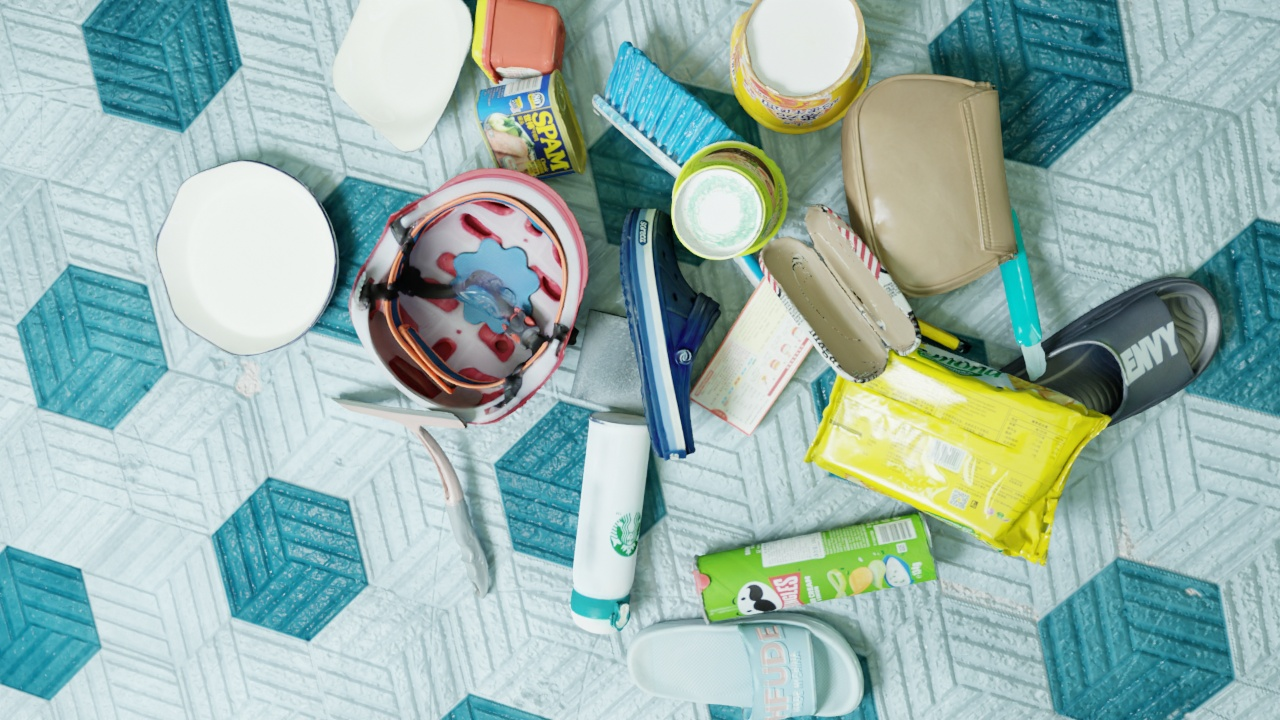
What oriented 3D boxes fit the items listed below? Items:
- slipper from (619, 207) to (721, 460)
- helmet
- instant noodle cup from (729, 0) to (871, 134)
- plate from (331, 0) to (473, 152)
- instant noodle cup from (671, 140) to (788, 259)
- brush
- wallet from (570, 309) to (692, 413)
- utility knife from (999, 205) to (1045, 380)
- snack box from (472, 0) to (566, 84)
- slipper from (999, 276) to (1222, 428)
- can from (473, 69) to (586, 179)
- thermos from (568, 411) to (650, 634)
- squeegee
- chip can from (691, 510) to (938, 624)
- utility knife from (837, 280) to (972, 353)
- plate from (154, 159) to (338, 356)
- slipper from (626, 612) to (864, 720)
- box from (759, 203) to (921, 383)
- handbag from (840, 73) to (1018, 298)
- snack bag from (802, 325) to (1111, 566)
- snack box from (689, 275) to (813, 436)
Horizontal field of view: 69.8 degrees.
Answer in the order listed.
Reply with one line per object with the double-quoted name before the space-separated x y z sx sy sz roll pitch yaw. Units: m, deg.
"slipper" 0.034 -0.032 0.885 0.095 0.105 0.252 -6 81 -2
"helmet" -0.154 -0.069 0.906 0.207 0.144 0.240 37 96 -4
"instant noodle cup" 0.149 -0.288 0.857 0.138 0.109 0.138 1 96 9
"plate" -0.234 -0.308 0.927 0.163 0.034 0.165 42 114 22
"instant noodle cup" 0.076 -0.139 0.830 0.112 0.123 0.112 3 106 9
"brush" 0.074 -0.174 0.912 0.314 0.060 0.110 41 105 0
"wallet" -0.006 0.006 0.956 0.121 0.019 0.097 13 99 5
"utility knife" 0.358 -0.069 0.872 0.029 0.013 0.182 -13 74 25
"snack box" -0.117 -0.313 0.904 0.080 0.091 0.082 8 96 0
"slipper" 0.427 0.023 0.864 0.268 0.083 0.110 -31 93 11
"can" -0.108 -0.227 0.908 0.083 0.057 0.102 -9 136 11
"thermos" -0.030 0.169 0.950 0.073 0.073 0.224 8 97 7
"squeegee" -0.204 0.144 0.969 0.248 0.040 0.250 3 120 46
"chip can" 0.174 0.208 0.924 0.236 0.072 0.072 -13 94 9
"utility knife" 0.233 -0.053 0.911 0.202 0.033 0.015 27 103 8
"plate" -0.416 -0.109 0.989 0.205 0.045 0.205 1 95 7
"slipper" 0.105 0.317 0.944 0.245 0.074 0.104 0 95 10
"box" 0.178 -0.058 0.838 0.086 0.076 0.162 -34 78 -8
"handbag" 0.267 -0.163 0.863 0.148 0.099 0.204 -9 94 1
"snack bag" 0.283 0.074 0.862 0.247 0.068 0.158 24 100 25
"snack box" 0.119 -0.007 0.914 0.077 0.027 0.156 32 112 2
